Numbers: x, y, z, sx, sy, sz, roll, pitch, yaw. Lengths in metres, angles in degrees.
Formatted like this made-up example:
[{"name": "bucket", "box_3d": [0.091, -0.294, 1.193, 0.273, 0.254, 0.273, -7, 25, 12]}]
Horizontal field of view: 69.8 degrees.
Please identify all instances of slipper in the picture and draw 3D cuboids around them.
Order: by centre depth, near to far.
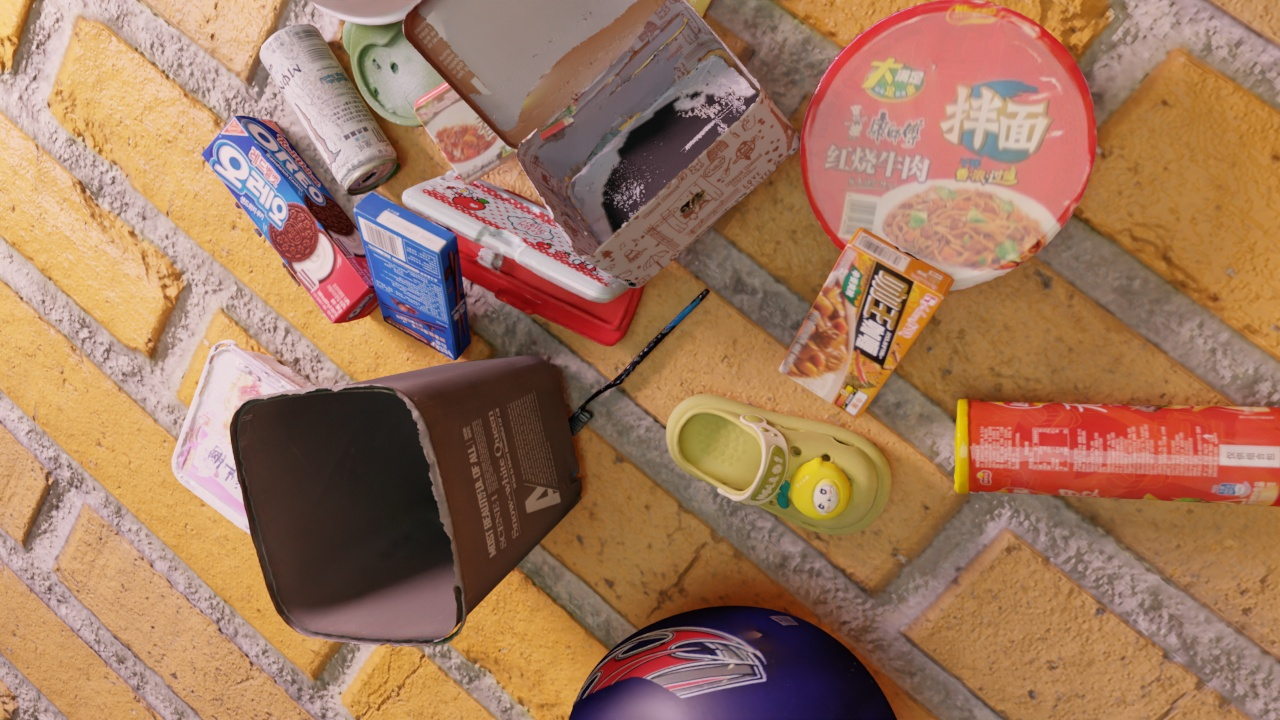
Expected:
[{"name": "slipper", "box_3d": [0.102, 0.089, 0.740, 0.191, 0.081, 0.092, 19, 110, 18]}]

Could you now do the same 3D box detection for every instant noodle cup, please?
[{"name": "instant noodle cup", "box_3d": [0.214, -0.150, 0.653, 0.194, 0.065, 0.194, 4, 102, 19]}, {"name": "instant noodle cup", "box_3d": [-0.381, 0.075, 0.923, 0.138, 0.060, 0.174, 33, 112, 10]}]

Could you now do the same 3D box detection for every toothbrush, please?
[{"name": "toothbrush", "box_3d": [-0.005, 0.005, 0.795, 0.016, 0.014, 0.190, 47, 112, 4]}]

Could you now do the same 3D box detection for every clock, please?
[{"name": "clock", "box_3d": [-0.191, -0.271, 0.778, 0.116, 0.056, 0.161, -37, 88, 22]}]

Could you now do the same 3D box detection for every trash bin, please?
[{"name": "trash bin", "box_3d": [-0.172, 0.095, 0.757, 0.199, 0.219, 0.199, -5, 100, 28]}]

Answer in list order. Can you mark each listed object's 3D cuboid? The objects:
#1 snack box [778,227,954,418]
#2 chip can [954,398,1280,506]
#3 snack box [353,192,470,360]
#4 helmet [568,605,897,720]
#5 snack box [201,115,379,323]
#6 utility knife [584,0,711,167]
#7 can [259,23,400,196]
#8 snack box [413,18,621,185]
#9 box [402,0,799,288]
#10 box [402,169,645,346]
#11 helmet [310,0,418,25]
[{"name": "snack box", "box_3d": [0.162, -0.024, 0.680, 0.075, 0.026, 0.154, 32, 143, 10]}, {"name": "chip can", "box_3d": [0.337, 0.064, 0.652, 0.217, 0.073, 0.073, 0, 102, 20]}, {"name": "snack box", "box_3d": [-0.193, -0.068, 0.792, 0.084, 0.026, 0.157, 27, 149, 12]}, {"name": "helmet", "box_3d": [0.051, 0.325, 0.727, 0.316, 0.247, 0.240, -26, 65, 26]}, {"name": "snack box", "box_3d": [-0.317, -0.132, 0.854, 0.058, 0.057, 0.207, -40, 86, 20]}, {"name": "utility knife", "box_3d": [0.008, -0.233, 0.733, 0.031, 0.020, 0.196, 34, 107, 3]}, {"name": "can", "box_3d": [-0.276, -0.223, 0.817, 0.058, 0.058, 0.146, -32, 90, 23]}, {"name": "snack box", "box_3d": [-0.098, -0.212, 0.737, 0.153, 0.025, 0.075, -29, 120, 8]}, {"name": "box", "box_3d": [-0.027, -0.205, 0.683, 0.179, 0.130, 0.272, -40, 87, 14]}, {"name": "box", "box_3d": [-0.102, -0.084, 0.763, 0.201, 0.101, 0.095, 27, 109, 13]}, {"name": "helmet", "box_3d": [-0.244, -0.397, 0.691, 0.230, 0.145, 0.258, -29, 72, 25]}]
